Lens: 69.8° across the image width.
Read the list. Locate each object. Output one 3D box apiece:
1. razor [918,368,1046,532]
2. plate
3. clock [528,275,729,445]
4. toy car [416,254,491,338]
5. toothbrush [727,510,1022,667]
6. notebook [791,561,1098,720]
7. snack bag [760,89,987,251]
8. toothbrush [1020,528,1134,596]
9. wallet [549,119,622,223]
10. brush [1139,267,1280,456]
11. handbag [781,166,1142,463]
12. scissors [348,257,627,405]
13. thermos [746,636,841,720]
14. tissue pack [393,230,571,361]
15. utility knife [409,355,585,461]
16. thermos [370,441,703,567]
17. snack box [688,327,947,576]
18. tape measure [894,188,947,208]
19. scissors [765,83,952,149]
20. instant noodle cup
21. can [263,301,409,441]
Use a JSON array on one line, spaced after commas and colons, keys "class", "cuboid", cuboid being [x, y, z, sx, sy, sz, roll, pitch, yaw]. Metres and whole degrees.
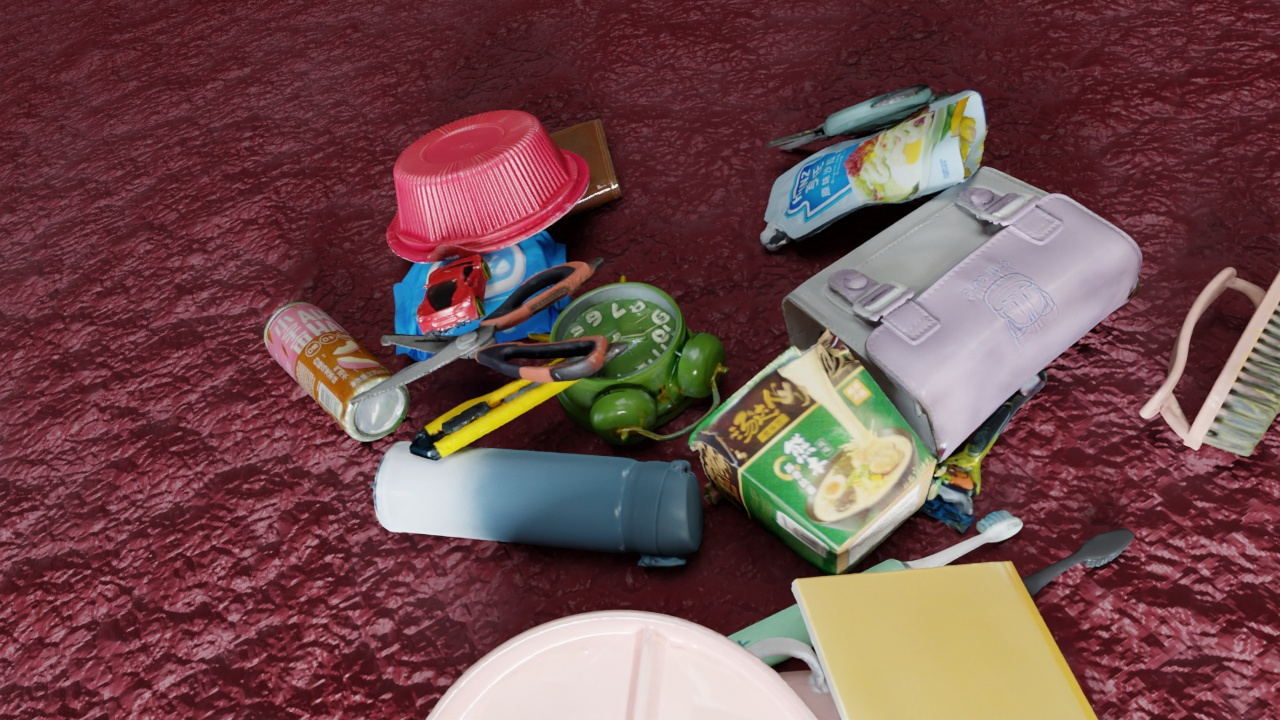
[{"class": "razor", "cuboid": [0.229, 0.049, 0.601, 0.043, 0.022, 0.142, 30, 62, 33]}, {"class": "plate", "cuboid": [-0.009, 0.236, 0.433, 0.229, 0.028, 0.229, -2, 76, 7]}, {"class": "clock", "cuboid": [-0.004, 0.004, 0.681, 0.116, 0.056, 0.161, -34, 49, -14]}, {"class": "toy car", "cuboid": [-0.144, -0.055, 0.707, 0.049, 0.031, 0.106, -18, 30, 7]}, {"class": "toothbrush", "cuboid": [0.127, 0.141, 0.542, 0.224, 0.026, 0.027, -24, 27, -6]}, {"class": "notebook", "cuboid": [0.170, 0.193, 0.444, 0.145, 0.010, 0.206, 0, 48, -21]}, {"class": "snack bag", "cuboid": [0.178, -0.149, 0.736, 0.191, 0.039, 0.110, -15, 50, 44]}, {"class": "toothbrush", "cuboid": [0.202, 0.143, 0.532, 0.189, 0.018, 0.014, -25, 46, -3]}, {"class": "wallet", "cuboid": [-0.074, -0.179, 0.885, 0.101, 0.032, 0.124, -18, 46, 3]}, {"class": "brush", "cuboid": [0.374, 0.000, 0.578, 0.073, 0.063, 0.145, 31, 64, 30]}, {"class": "handbag", "cuboid": [0.216, -0.039, 0.627, 0.196, 0.098, 0.145, -34, 45, -15]}, {"class": "scissors", "cuboid": [-0.106, -0.014, 0.668, 0.222, 0.015, 0.189, -31, 35, -15]}, {"class": "thermos", "cuboid": [0.006, 0.200, 0.483, 0.199, 0.087, 0.067, -13, 16, 6]}, {"class": "tissue pack", "cuboid": [-0.136, -0.056, 0.774, 0.157, 0.052, 0.094, -14, 47, 3]}, {"class": "utility knife", "cuboid": [-0.089, 0.025, 0.631, 0.154, 0.015, 0.033, -30, 45, -16]}, {"class": "thermos", "cuboid": [-0.068, 0.094, 0.613, 0.221, 0.070, 0.070, 3, 50, 17]}, {"class": "snack box", "cuboid": [0.110, 0.066, 0.559, 0.117, 0.118, 0.105, -39, 62, -9]}, {"class": "tape measure", "cuboid": [0.235, -0.158, 0.761, 0.058, 0.057, 0.039, -12, 48, 15]}, {"class": "scissors", "cuboid": [0.192, -0.208, 0.787, 0.173, 0.019, 0.178, -12, 5, 6]}, {"class": "instant noodle cup", "cuboid": [-0.144, -0.164, 0.810, 0.194, 0.066, 0.193, -11, 37, 9]}, {"class": "can", "cuboid": [-0.248, 0.007, 0.744, 0.057, 0.058, 0.147, -40, 51, -21]}]
